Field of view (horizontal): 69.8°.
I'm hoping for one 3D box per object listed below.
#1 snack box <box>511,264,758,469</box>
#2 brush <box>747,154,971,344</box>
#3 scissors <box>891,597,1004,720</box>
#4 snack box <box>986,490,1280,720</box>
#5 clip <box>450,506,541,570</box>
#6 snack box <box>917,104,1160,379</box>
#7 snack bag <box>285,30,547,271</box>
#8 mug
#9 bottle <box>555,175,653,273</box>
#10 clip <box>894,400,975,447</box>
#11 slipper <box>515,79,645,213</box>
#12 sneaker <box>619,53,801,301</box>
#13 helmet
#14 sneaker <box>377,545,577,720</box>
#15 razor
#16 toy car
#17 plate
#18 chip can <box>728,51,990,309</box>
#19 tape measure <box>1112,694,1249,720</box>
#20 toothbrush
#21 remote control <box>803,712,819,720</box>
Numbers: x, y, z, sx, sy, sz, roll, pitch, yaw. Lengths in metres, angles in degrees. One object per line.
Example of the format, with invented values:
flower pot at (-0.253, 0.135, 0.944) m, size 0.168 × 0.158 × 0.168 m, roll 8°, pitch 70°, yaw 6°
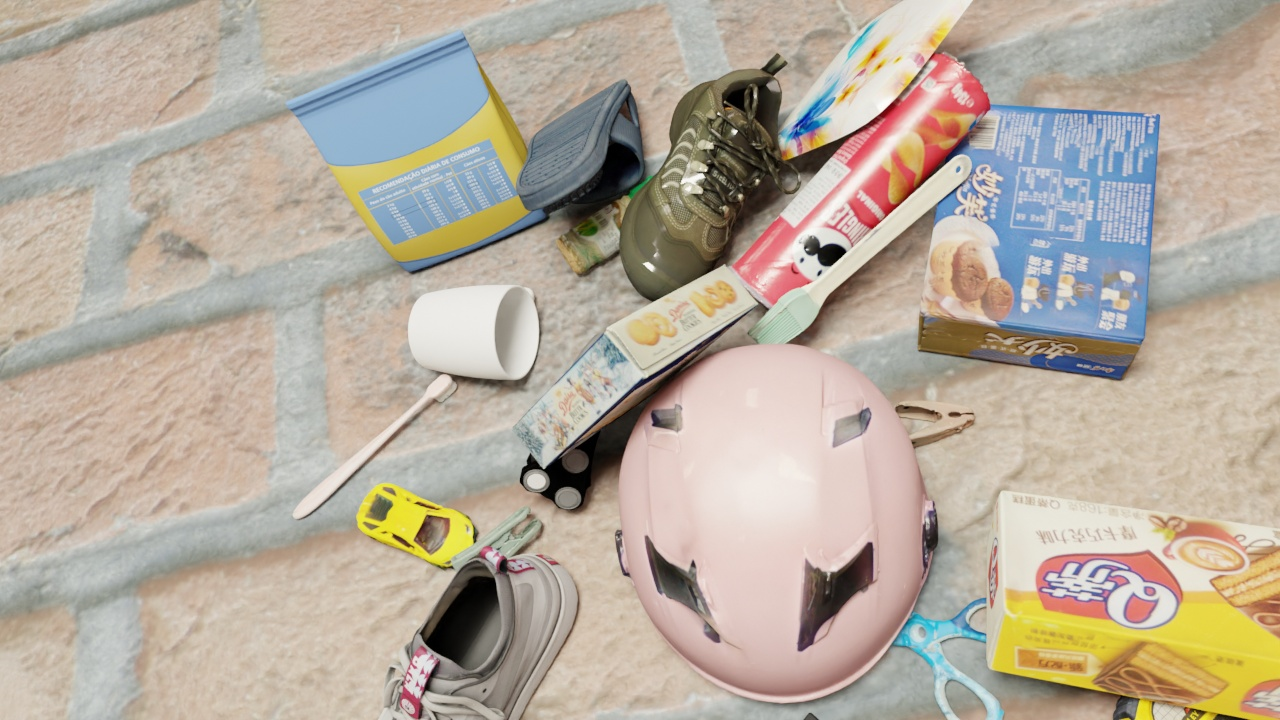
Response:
snack box at (-0.004, 0.004, 0.669) m, size 0.042 × 0.145 × 0.144 m, roll 52°, pitch 44°, yaw 6°
brush at (0.172, -0.084, 0.713) m, size 0.217 × 0.033 × 0.012 m, roll -41°, pitch 37°, yaw 2°
scissors at (0.209, 0.186, 0.647) m, size 0.114 × 0.013 × 0.140 m, roll -46°, pitch 61°, yaw -10°
snack box at (0.342, 0.156, 0.576) m, size 0.230 × 0.062 × 0.109 m, roll 7°, pitch 39°, yaw 16°
clip at (-0.109, 0.154, 0.732) m, size 0.078 × 0.023 × 0.049 m, roll -29°, pitch 101°, yaw -12°
snack box at (0.312, -0.100, 0.725) m, size 0.155 × 0.069 × 0.202 m, roll 9°, pitch 67°, yaw 17°
snack bag at (-0.189, -0.188, 0.812) m, size 0.159 × 0.205 × 0.102 m, roll -21°, pitch 62°, yaw 3°
mug at (-0.140, -0.034, 0.808) m, size 0.088 × 0.081 × 0.114 m, roll 2°, pitch 34°, yaw 21°
bottle at (-0.022, -0.123, 0.834) m, size 0.111 × 0.043 × 0.043 m, roll -33°, pitch 62°, yaw -3°
clip at (0.224, 0.051, 0.700) m, size 0.060 × 0.024 × 0.039 m, roll 4°, pitch 65°, yaw 11°
slipper at (-0.046, -0.175, 0.821) m, size 0.101 × 0.082 × 0.263 m, roll -23°, pitch 26°, yaw 19°
sneaker at (0.076, -0.158, 0.764) m, size 0.143 × 0.101 × 0.237 m, roll -21°, pitch 44°, yaw 53°
helmet at (0.090, 0.101, 0.640) m, size 0.230 × 0.152 × 0.255 m, roll 1°, pitch 68°, yaw 13°
sneaker at (-0.145, 0.244, 0.638) m, size 0.097 × 0.129 × 0.262 m, roll 28°, pitch 76°, yaw 25°
razor at (-0.048, 0.043, 0.755) m, size 0.057 × 0.060 × 0.155 m, roll 32°, pitch 50°, yaw -18°
toy car at (-0.184, 0.136, 0.756) m, size 0.107 × 0.030 × 0.049 m, roll 17°, pitch 69°, yaw 19°
plate at (0.194, -0.253, 0.781) m, size 0.016 × 0.187 × 0.186 m, roll 42°, pitch 76°, yaw -16°
chip can at (0.173, -0.135, 0.735) m, size 0.233 × 0.073 × 0.073 m, roll -48°, pitch 62°, yaw 9°
tape measure at (0.336, 0.228, 0.578) m, size 0.064 × 0.037 × 0.065 m, roll 38°, pitch 64°, yaw 24°
toothbrush at (-0.233, 0.077, 0.805) m, size 0.181 × 0.018 × 0.015 m, roll -42°, pitch 61°, yaw -5°
remote control at (0.082, 0.303, 0.620) m, size 0.030 × 0.009 × 0.140 m, roll 38°, pitch 78°, yaw 26°
